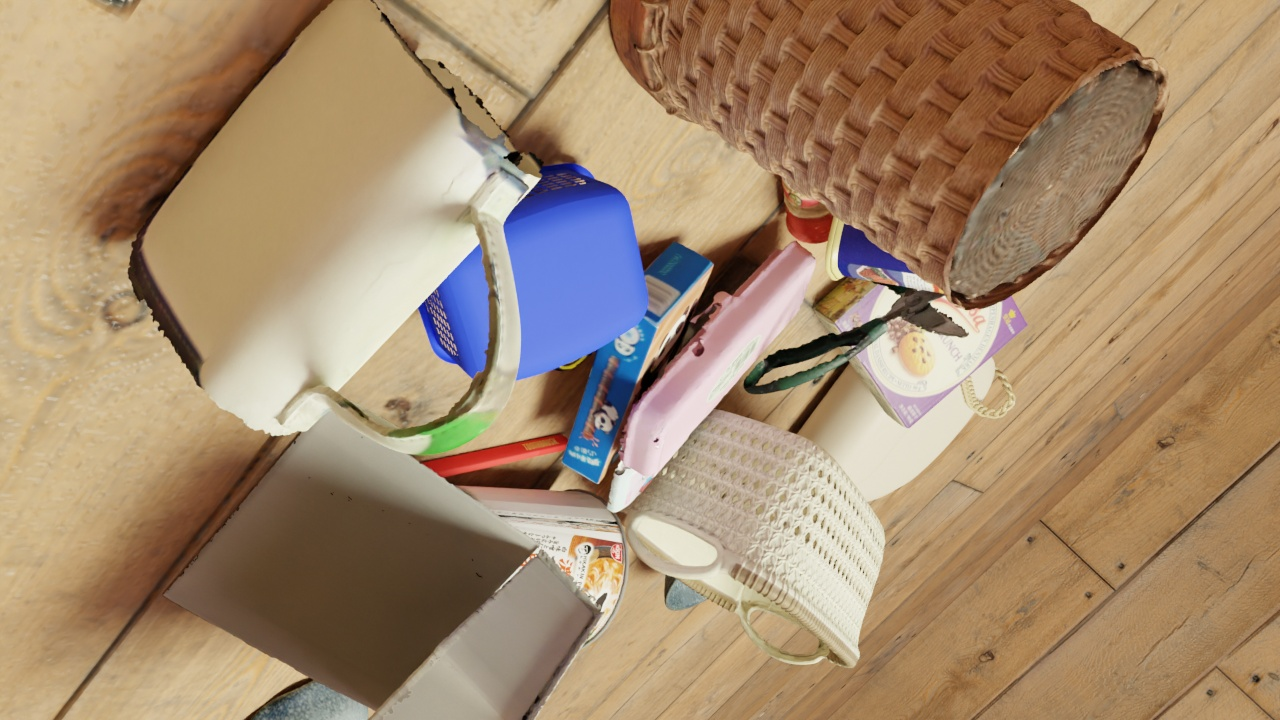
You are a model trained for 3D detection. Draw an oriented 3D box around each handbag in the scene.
[{"bbox_3d":[0.273,0.059,0.962,0.208,0.103,0.211,5,126,-46],"label":"handbag"},{"bbox_3d":[-0.100,-0.032,0.355,0.151,0.176,0.074,-47,151,8],"label":"handbag"}]

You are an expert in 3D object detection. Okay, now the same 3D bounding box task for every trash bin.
[{"bbox_3d":[0.105,-0.135,0.418,0.151,0.210,0.151,-28,146,-21],"label":"trash bin"}]

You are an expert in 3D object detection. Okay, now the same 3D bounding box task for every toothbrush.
[{"bbox_3d":[-0.130,0.068,0.610,0.212,0.012,0.018,-8,137,-42],"label":"toothbrush"}]

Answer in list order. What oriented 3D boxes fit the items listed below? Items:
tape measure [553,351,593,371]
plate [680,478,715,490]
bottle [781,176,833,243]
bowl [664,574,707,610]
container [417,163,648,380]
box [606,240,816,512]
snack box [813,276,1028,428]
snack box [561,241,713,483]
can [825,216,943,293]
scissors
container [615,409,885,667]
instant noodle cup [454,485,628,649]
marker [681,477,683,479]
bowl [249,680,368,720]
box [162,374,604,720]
[{"bbox_3d":[-0.045,-0.025,0.563,0.061,0.034,0.061,-14,135,-59],"label":"tape measure"},{"bbox_3d":[0.035,0.143,0.861,0.104,0.026,0.104,-28,157,-14],"label":"plate"},{"bbox_3d":[0.112,-0.123,0.607,0.044,0.044,0.109,-37,149,-6],"label":"bottle"},{"bbox_3d":[0.066,0.190,0.942,0.136,0.057,0.137,-28,148,-20],"label":"bowl"},{"bbox_3d":[-0.054,-0.043,0.472,0.114,0.058,0.096,-24,120,-21],"label":"container"},{"bbox_3d":[0.050,0.016,0.658,0.200,0.038,0.153,-46,159,-31],"label":"box"},{"bbox_3d":[0.247,-0.039,0.805,0.148,0.040,0.143,-41,119,1],"label":"snack box"},{"bbox_3d":[-0.004,0.004,0.615,0.087,0.034,0.152,-48,164,-47],"label":"snack box"},{"bbox_3d":[0.182,-0.103,0.604,0.056,0.092,0.116,21,83,-67],"label":"can"},{"bbox_3d":[0.156,-0.030,0.670,0.203,0.201,0.015,-33,112,2],"label":"scissors"},{"bbox_3d":[0.100,0.151,0.765,0.142,0.185,0.246,-61,141,-16],"label":"container"},{"bbox_3d":[-0.094,0.143,0.656,0.124,0.123,0.121,-50,139,14],"label":"instant noodle cup"},{"bbox_3d":[0.028,0.082,0.804,0.022,0.016,0.139,-49,153,-16],"label":"marker"},{"bbox_3d":[-0.259,0.302,0.727,0.110,0.055,0.110,-28,146,-21],"label":"bowl"},{"bbox_3d":[-0.197,0.098,0.575,0.167,0.422,0.173,-47,151,10],"label":"box"}]
